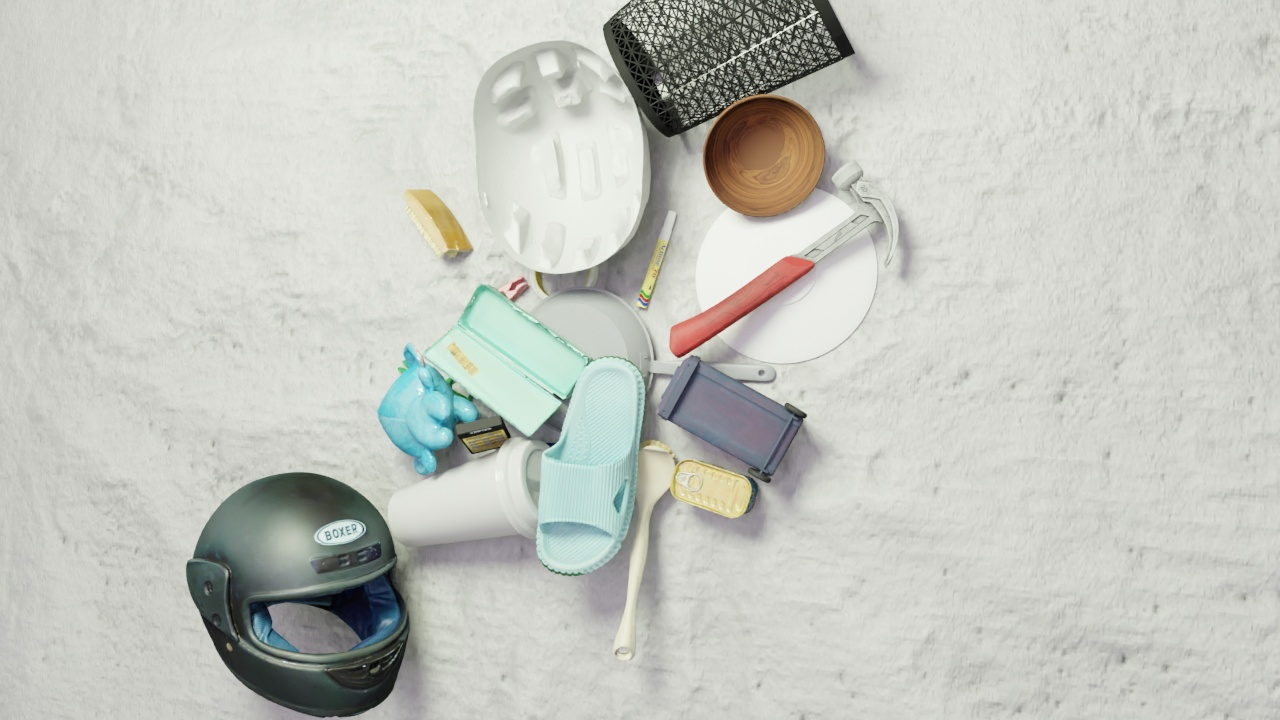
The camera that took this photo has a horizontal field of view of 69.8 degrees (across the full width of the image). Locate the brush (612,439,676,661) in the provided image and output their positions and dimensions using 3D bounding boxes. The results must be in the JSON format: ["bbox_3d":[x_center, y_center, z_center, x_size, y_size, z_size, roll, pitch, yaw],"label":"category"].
[{"bbox_3d":[0.000,0.230,1.131,0.062,0.077,0.271,6,74,13],"label":"brush"}]

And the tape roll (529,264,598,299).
[{"bbox_3d":[-0.104,-0.120,1.244,0.094,0.019,0.094,-2,85,17],"label":"tape roll"}]

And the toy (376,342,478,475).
[{"bbox_3d":[-0.273,0.069,1.211,0.181,0.114,0.183,7,100,55],"label":"toy"}]

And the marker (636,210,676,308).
[{"bbox_3d":[0.022,-0.133,1.208,0.014,0.014,0.132,19,91,18],"label":"marker"}]

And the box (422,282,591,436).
[{"bbox_3d":[-0.171,-0.001,1.187,0.187,0.057,0.138,36,84,15],"label":"box"}]

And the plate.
[{"bbox_3d":[0.177,-0.112,1.148,0.230,0.030,0.229,-2,84,17],"label":"plate"}]

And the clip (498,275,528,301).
[{"bbox_3d":[-0.180,-0.090,1.265,0.060,0.023,0.044,-13,86,18],"label":"clip"}]

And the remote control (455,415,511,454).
[{"bbox_3d":[-0.197,0.096,1.169,0.058,0.133,0.013,-13,75,-5],"label":"remote control"}]

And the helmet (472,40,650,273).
[{"bbox_3d":[-0.092,-0.248,1.166,0.225,0.183,0.282,-15,74,21],"label":"helmet"}]

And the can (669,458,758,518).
[{"bbox_3d":[0.092,0.157,1.135,0.100,0.059,0.054,17,90,18],"label":"can"}]

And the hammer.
[{"bbox_3d":[0.168,-0.099,1.110,0.316,0.036,0.126,-35,78,5],"label":"hammer"}]

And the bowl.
[{"bbox_3d":[0.150,-0.258,1.137,0.147,0.068,0.147,1,114,3],"label":"bowl"}]

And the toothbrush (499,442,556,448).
[{"bbox_3d":[-0.111,0.116,1.227,0.190,0.017,0.016,3,86,17],"label":"toothbrush"}]

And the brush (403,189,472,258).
[{"bbox_3d":[-0.290,-0.192,1.296,0.039,0.049,0.117,-45,74,32],"label":"brush"}]

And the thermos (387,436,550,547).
[{"bbox_3d":[-0.218,0.184,1.203,0.222,0.131,0.131,-17,80,23],"label":"thermos"}]

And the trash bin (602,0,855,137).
[{"bbox_3d":[0.100,-0.405,1.117,0.244,0.216,0.217,-27,77,20],"label":"trash bin"}]

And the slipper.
[{"bbox_3d":[-0.058,0.123,1.108,0.116,0.069,0.275,10,77,6],"label":"slipper"}]

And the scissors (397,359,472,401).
[{"bbox_3d":[-0.295,0.041,1.295,0.131,0.014,0.071,22,92,17],"label":"scissors"}]

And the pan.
[{"bbox_3d":[-0.007,0.007,1.187,0.357,0.050,0.201,4,93,19],"label":"pan"}]

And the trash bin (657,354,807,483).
[{"bbox_3d":[0.106,0.064,1.108,0.161,0.092,0.094,29,95,4],"label":"trash bin"}]

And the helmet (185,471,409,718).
[{"bbox_3d":[-0.428,0.274,1.177,0.316,0.248,0.236,25,110,38],"label":"helmet"}]
